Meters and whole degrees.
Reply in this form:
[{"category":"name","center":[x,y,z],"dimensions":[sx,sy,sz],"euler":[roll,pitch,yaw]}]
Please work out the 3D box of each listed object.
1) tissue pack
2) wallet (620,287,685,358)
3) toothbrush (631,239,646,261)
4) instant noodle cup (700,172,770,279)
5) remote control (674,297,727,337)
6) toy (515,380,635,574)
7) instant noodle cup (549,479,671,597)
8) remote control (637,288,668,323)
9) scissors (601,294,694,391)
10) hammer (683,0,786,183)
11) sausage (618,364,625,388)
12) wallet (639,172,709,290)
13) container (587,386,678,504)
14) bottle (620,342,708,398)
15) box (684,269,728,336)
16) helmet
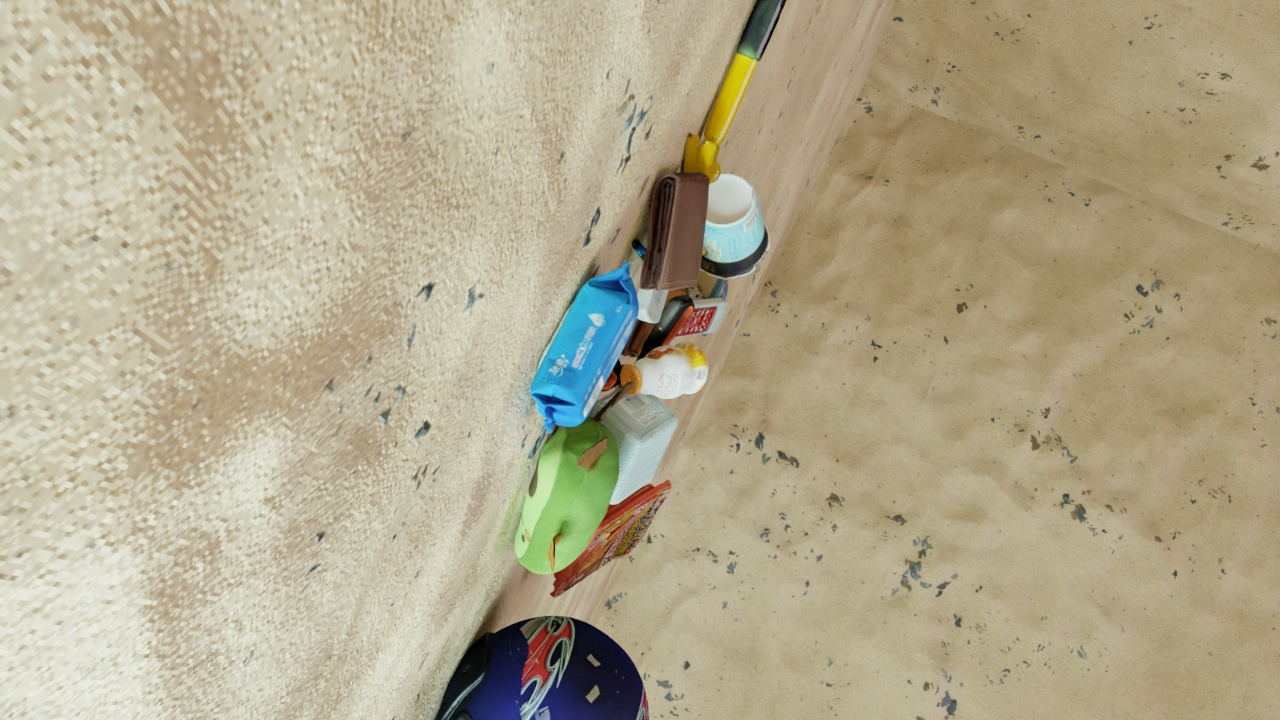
[{"category":"tissue pack","center":[-0.050,-0.010,0.826],"dimensions":[0.157,0.052,0.095],"euler":[-62,173,-14]},{"category":"wallet","center":[0.016,-0.051,1.179],"dimensions":[0.108,0.031,0.131],"euler":[-64,167,8]},{"category":"toothbrush","center":[0.007,-0.113,1.024],"dimensions":[0.014,0.016,0.189],"euler":[-62,169,1]},{"category":"instant noodle cup","center":[0.110,-0.180,1.185],"dimensions":[0.111,0.111,0.120],"euler":[-62,163,-14]},{"category":"remote control","center":[0.070,-0.060,1.315],"dimensions":[0.135,0.020,0.056],"euler":[-8,129,-41]},{"category":"toy","center":[-0.076,0.140,0.985],"dimensions":[0.226,0.090,0.247],"euler":[-77,-170,-60]},{"category":"instant noodle cup","center":[-0.056,0.230,1.259],"dimensions":[0.188,0.079,0.165],"euler":[-26,154,-48]},{"category":"remote control","center":[0.025,-0.115,1.002],"dimensions":[0.058,0.021,0.150],"euler":[31,75,-72]},{"category":"scissors","center":[-0.010,0.008,1.113],"dimensions":[0.221,0.022,0.234],"euler":[-50,163,6]},{"category":"hammer","center":[0.116,-0.329,0.988],"dimensions":[0.301,0.033,0.128],"euler":[-67,173,15]},{"category":"sausage","center":[-0.021,0.034,1.243],"dimensions":[0.020,0.020,0.156],"euler":[-62,171,-16]},{"category":"wallet","center":[0.039,-0.134,0.956],"dimensions":[0.101,0.032,0.124],"euler":[-17,118,-62]},{"category":"container","center":[-0.019,0.095,1.099],"dimensions":[0.089,0.090,0.112],"euler":[-29,154,-44]},{"category":"bottle","center":[0.028,0.014,1.075],"dimensions":[0.108,0.063,0.063],"euler":[-11,133,-40]},{"category":"box","center":[0.096,-0.098,1.447],"dimensions":[0.089,0.061,0.184],"euler":[-63,170,-4]},{"category":"helmet","center":[-0.114,0.436,1.042],"dimensions":[0.241,0.247,0.314],"euler":[-49,-172,27]}]
